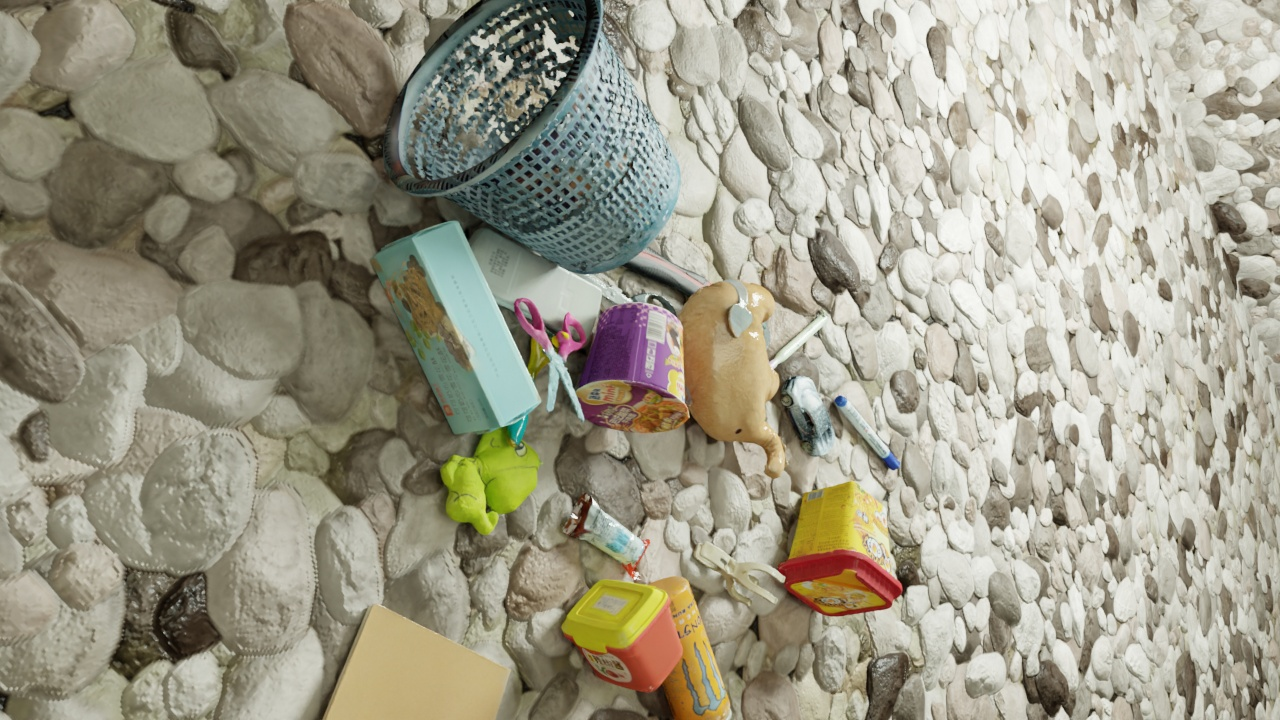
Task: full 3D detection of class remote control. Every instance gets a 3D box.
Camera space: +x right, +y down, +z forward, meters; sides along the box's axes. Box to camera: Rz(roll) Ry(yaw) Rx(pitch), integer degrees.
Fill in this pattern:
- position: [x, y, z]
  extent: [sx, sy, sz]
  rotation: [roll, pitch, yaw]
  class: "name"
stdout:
- position: [-0.102, -0.069, 0.864]
  extent: [0.150, 0.021, 0.058]
  rotation: [26, 73, -36]
  class: "remote control"

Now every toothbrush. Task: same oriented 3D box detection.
- position: [0.181, -0.014, 1.117]
  extent: [0.189, 0.029, 0.020]
  rotation: [-36, 148, -42]
  class: "toothbrush"

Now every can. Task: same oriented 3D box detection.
- position: [0.042, 0.290, 0.903]
  extent: [0.058, 0.058, 0.146]
  rotation: [-25, 99, -42]
  class: "can"

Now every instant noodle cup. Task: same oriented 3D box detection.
- position: [-0.005, 0.005, 0.890]
  extent: [0.111, 0.112, 0.099]
  rotation: [30, 53, -35]
  class: "instant noodle cup"
- position: [0.233, 0.217, 1.065]
  extent: [0.116, 0.116, 0.123]
  rotation: [39, 46, -30]
  class: "instant noodle cup"

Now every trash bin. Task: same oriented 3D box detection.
- position: [-0.074, -0.184, 0.802]
  extent: [0.195, 0.227, 0.226]
  rotation: [40, 56, -45]
  class: "trash bin"

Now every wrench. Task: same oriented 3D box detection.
- position: [0.056, -0.079, 1.017]
  extent: [0.273, 0.016, 0.056]
  rotation: [29, 63, -36]
  class: "wrench"

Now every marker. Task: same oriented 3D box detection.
- position: [0.298, 0.096, 1.204]
  extent: [0.146, 0.017, 0.016]
  rotation: [46, 55, -27]
  class: "marker"

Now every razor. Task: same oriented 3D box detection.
- position: [-0.100, 0.025, 0.836]
  extent: [0.043, 0.028, 0.132]
  rotation: [38, 47, -28]
  class: "razor"

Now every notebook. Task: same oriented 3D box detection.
- position: [-0.187, 0.314, 0.706]
  extent: [0.148, 0.008, 0.207]
  rotation: [38, 51, -31]
  class: "notebook"

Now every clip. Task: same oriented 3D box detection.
- position: [0.101, 0.233, 0.993]
  extent: [0.102, 0.095, 0.034]
  rotation: [21, 62, 5]
  class: "clip"

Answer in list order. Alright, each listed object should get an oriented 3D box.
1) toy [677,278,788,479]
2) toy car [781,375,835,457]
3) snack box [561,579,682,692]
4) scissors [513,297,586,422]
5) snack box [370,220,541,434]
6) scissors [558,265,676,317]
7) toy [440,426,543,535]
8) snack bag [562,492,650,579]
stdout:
- position: [0.102, 0.025, 0.994]
  extent: [0.143, 0.083, 0.226]
  rotation: [-15, 101, -30]
  class: "toy"
- position: [0.207, 0.067, 1.117]
  extent: [0.048, 0.031, 0.105]
  rotation: [-37, 106, -41]
  class: "toy car"
- position: [-0.012, 0.252, 0.843]
  extent: [0.081, 0.091, 0.080]
  rotation: [-42, 117, -38]
  class: "snack box"
- position: [-0.082, -0.006, 0.819]
  extent: [0.108, 0.017, 0.135]
  rotation: [37, 35, -25]
  class: "scissors"
- position: [-0.155, -0.025, 0.772]
  extent: [0.051, 0.074, 0.175]
  rotation: [-33, 104, -42]
  class: "snack box"
- position: [-0.026, -0.075, 0.946]
  extent: [0.132, 0.014, 0.175]
  rotation: [-38, 105, -39]
  class: "scissors"
- position: [-0.129, 0.103, 0.801]
  extent: [0.100, 0.031, 0.096]
  rotation: [0, 74, -40]
  class: "toy"
- position: [-0.028, 0.171, 0.884]
  extent: [0.105, 0.026, 0.045]
  rotation: [41, 66, -28]
  class: "snack bag"
